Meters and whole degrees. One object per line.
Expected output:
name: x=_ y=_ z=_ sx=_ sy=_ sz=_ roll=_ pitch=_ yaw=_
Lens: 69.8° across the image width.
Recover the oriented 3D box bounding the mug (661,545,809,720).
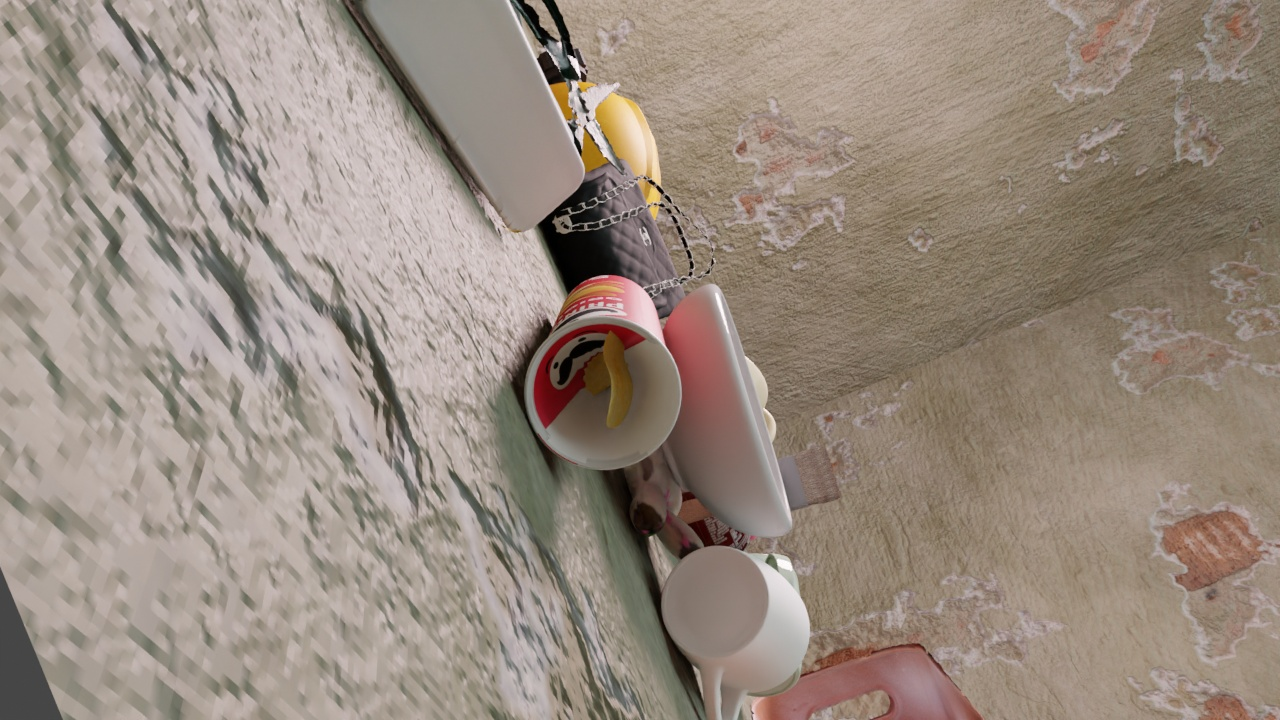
mug: x=0.055 y=0.176 z=0.573 sx=0.087 sy=0.081 sz=0.114 roll=52 pitch=46 yaw=-56

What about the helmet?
helmet: x=-0.048 y=-0.227 z=1.027 sx=0.205 sy=0.131 sz=0.255 roll=55 pitch=14 yaw=-78

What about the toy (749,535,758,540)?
toy: x=0.049 y=0.083 z=0.964 sx=0.237 sy=0.097 sz=0.191 roll=52 pitch=18 yaw=-19

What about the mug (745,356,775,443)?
mug: x=0.065 y=0.054 z=0.859 sx=0.120 sy=0.099 sz=0.096 roll=33 pitch=-37 yaw=12

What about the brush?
brush: x=0.076 y=0.103 z=0.696 sx=0.008 sy=0.143 sz=0.045 roll=61 pitch=16 yaw=-50

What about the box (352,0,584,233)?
box: x=-0.083 y=-0.148 z=0.478 sx=0.210 sy=0.067 sz=0.070 roll=63 pitch=4 yaw=-65

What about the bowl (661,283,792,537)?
bowl: x=0.047 y=0.040 z=0.629 sx=0.176 sy=0.066 sz=0.176 roll=-16 pitch=89 yaw=-82

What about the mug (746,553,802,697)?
mug: x=0.108 y=0.224 z=0.805 sx=0.103 sy=0.084 sz=0.111 roll=-87 pitch=-166 yaw=-57

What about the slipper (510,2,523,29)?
slipper: x=-0.126 y=-0.267 z=0.822 sx=0.098 sy=0.054 sz=0.269 roll=-112 pitch=-171 yaw=-57

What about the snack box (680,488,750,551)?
snack box: x=0.051 y=0.121 z=0.810 sx=0.072 sy=0.072 sz=0.121 roll=-109 pitch=176 yaw=-48

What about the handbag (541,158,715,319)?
handbag: x=-0.013 y=-0.101 z=0.820 sx=0.124 sy=0.115 sz=0.154 roll=-38 pitch=110 yaw=-61

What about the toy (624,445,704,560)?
toy: x=0.010 y=0.090 z=0.648 sx=0.079 sy=0.038 sz=0.122 roll=57 pitch=11 yaw=-32

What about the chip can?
chip can: x=-0.019 y=-0.005 z=0.511 sx=0.220 sy=0.069 sz=0.069 roll=-97 pitch=164 yaw=-80

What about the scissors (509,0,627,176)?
scissors: x=-0.076 y=-0.213 z=0.732 sx=0.202 sy=0.015 sz=0.202 roll=55 pitch=40 yaw=-24

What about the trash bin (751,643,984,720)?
trash bin: x=0.211 y=0.376 z=0.797 sx=0.259 sy=0.181 sz=0.157 roll=34 pitch=36 yaw=-86
